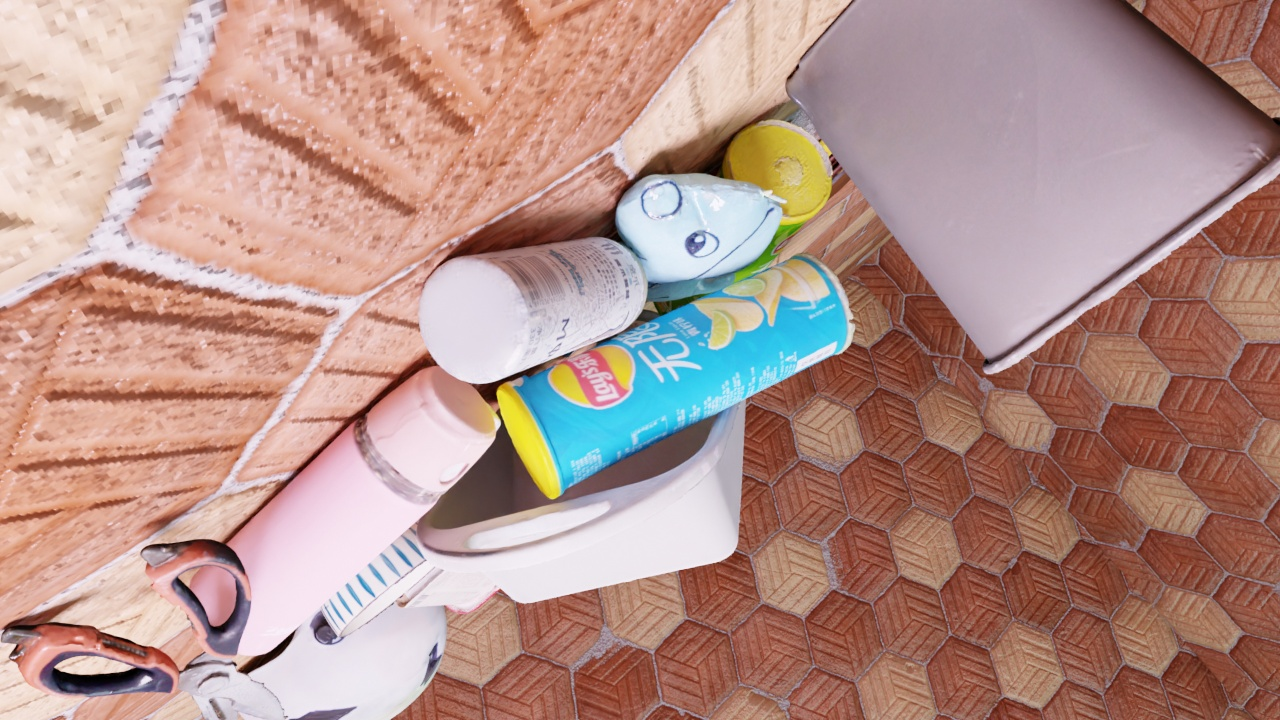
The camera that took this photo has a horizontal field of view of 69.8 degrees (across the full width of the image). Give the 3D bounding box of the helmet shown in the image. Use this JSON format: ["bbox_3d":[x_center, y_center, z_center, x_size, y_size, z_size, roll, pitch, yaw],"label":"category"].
[{"bbox_3d":[-0.330,0.356,1.064,0.257,0.146,0.230,-34,171,-39],"label":"helmet"}]

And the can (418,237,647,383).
[{"bbox_3d":[-0.048,-0.030,0.470,0.058,0.058,0.146,-43,173,24],"label":"can"}]

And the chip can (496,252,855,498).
[{"bbox_3d":[0.023,0.005,0.552,0.210,0.071,0.071,-25,169,-18],"label":"chip can"}]

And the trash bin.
[{"bbox_3d":[0.230,-0.146,0.562,0.200,0.219,0.198,-45,171,34],"label":"trash bin"}]

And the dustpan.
[{"bbox_3d":[-0.036,0.054,0.615,0.223,0.257,0.143,-16,135,15],"label":"dustpan"}]

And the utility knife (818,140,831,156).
[{"bbox_3d":[0.112,-0.139,0.827,0.219,0.015,0.033,-42,170,20],"label":"utility knife"}]

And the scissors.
[{"bbox_3d":[-0.247,0.166,0.492,0.198,0.015,0.213,-50,146,18],"label":"scissors"}]

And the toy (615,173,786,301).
[{"bbox_3d":[0.028,-0.072,0.564,0.157,0.049,0.161,-19,160,33],"label":"toy"}]

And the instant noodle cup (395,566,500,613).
[{"bbox_3d":[-0.192,0.184,0.899,0.117,0.116,0.124,-42,162,13],"label":"instant noodle cup"}]

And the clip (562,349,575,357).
[{"bbox_3d":[-0.045,-0.022,0.733,0.034,0.013,0.055,-38,173,-25],"label":"clip"}]

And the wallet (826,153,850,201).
[{"bbox_3d":[0.188,-0.182,0.908,0.101,0.032,0.125,-41,174,-12],"label":"wallet"}]

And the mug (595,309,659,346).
[{"bbox_3d":[-0.005,0.005,0.826,0.082,0.111,0.107,2,134,-10],"label":"mug"}]

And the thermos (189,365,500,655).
[{"bbox_3d":[-0.166,0.086,0.536,0.199,0.067,0.087,-42,161,11],"label":"thermos"}]

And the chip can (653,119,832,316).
[{"bbox_3d":[0.065,-0.086,0.674,0.072,0.072,0.222,-38,173,-21],"label":"chip can"}]

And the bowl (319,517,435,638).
[{"bbox_3d":[-0.225,0.171,0.777,0.116,0.066,0.116,-41,173,-6],"label":"bowl"}]
